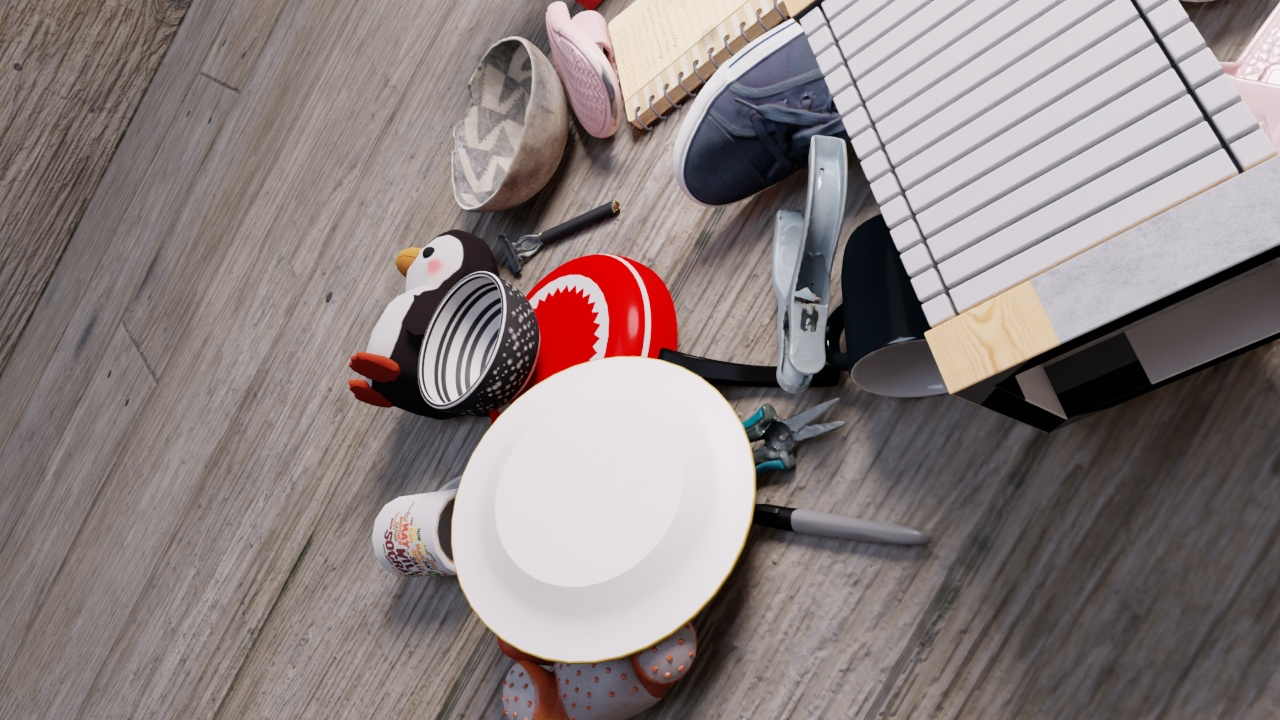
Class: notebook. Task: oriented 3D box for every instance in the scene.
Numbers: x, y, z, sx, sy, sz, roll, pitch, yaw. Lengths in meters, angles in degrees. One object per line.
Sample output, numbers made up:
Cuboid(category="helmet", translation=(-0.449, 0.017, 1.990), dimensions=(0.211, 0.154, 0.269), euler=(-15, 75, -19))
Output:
Cuboid(category="notebook", translation=(0.066, -0.329, 0.852), dimensions=(0.226, 0.024, 0.167), euler=(-31, 51, 30))

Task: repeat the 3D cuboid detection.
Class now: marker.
Cuboid(category="marker", translation=(0.121, 0.106, 0.596), dimensions=(0.139, 0.022, 0.016), euler=(0, 66, 45))

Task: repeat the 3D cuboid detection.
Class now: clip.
Cuboid(category="clip", translation=(0.111, -0.059, 0.657), dimensions=(0.159, 0.030, 0.173), euler=(112, 166, -85))

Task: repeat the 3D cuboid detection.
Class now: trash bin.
Cuboid(category="trash bin", translation=(0.197, -0.113, 0.450), dimensions=(0.143, 0.142, 0.246), euler=(-31, 62, 31))

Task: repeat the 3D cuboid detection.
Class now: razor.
Cuboid(category="razor", translation=(-0.077, -0.127, 0.899), dimensions=(0.145, 0.022, 0.043), euler=(-18, 102, 33))

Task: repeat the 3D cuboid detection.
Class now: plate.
Cuboid(category="plate", translation=(-0.034, 0.093, 0.642), dimensions=(0.230, 0.021, 0.229), euler=(-11, 57, 17))

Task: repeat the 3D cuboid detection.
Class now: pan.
Cuboid(category="pan", translation=(-0.005, 0.004, 0.742), dimensions=(0.357, 0.067, 0.208), euler=(-1, 71, 47))

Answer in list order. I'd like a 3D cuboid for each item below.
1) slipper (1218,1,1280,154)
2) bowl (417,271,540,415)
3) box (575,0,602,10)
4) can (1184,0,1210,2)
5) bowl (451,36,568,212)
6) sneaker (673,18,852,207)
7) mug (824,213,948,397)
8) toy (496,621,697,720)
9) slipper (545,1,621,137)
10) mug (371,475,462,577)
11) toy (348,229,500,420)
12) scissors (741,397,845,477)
Cuboid(category="slipper", translation=(0.329, -0.129, 0.477), dimensions=(0.239, 0.064, 0.094), euler=(-56, 44, 6))
Cuboid(category="bowl", translation=(-0.126, -0.007, 0.773), dimensions=(0.120, 0.066, 0.120), euler=(-24, 55, 39))
Cuboid(category="box", translation=(-0.083, -0.496, 0.863), dimensions=(0.211, 0.318, 0.121), euler=(-38, 41, 26))
Cuboid(category="can", translation=(0.337, -0.274, 0.538), dimensions=(0.063, 0.063, 0.114), euler=(0, 71, 44))
Cuboid(category="bowl", translation=(-0.123, -0.231, 0.939), dimensions=(0.179, 0.081, 0.178), euler=(-22, 63, 53))
Cuboid(category="sneaker", translation=(0.151, -0.179, 0.644), dimensions=(0.295, 0.120, 0.127), euler=(-30, 40, 27))
Cuboid(category="mug", translation=(0.160, -0.030, 0.584), dimensions=(0.122, 0.085, 0.094), euler=(-35, 47, 51))
Cuboid(category="toy", translation=(-0.036, 0.170, 0.666), dimensions=(0.164, 0.092, 0.172), euler=(-35, 49, 27))
Cuboid(category="slipper", translation=(-0.053, -0.292, 0.904), dimensions=(0.055, 0.107, 0.221), euler=(-17, 38, -6))
Cuboid(category="mug", translation=(-0.178, 0.146, 0.834), dimensions=(0.090, 0.073, 0.105), euler=(-13, 37, 39))
Cuboid(category="toy", translation=(-0.188, -0.040, 0.908), dimensions=(0.159, 0.140, 0.183), euler=(129, 158, -62))
Cuboid(category="scissors", translation=(0.072, 0.064, 0.655), dimensions=(0.149, 0.019, 0.123), euler=(18, 102, 31))
